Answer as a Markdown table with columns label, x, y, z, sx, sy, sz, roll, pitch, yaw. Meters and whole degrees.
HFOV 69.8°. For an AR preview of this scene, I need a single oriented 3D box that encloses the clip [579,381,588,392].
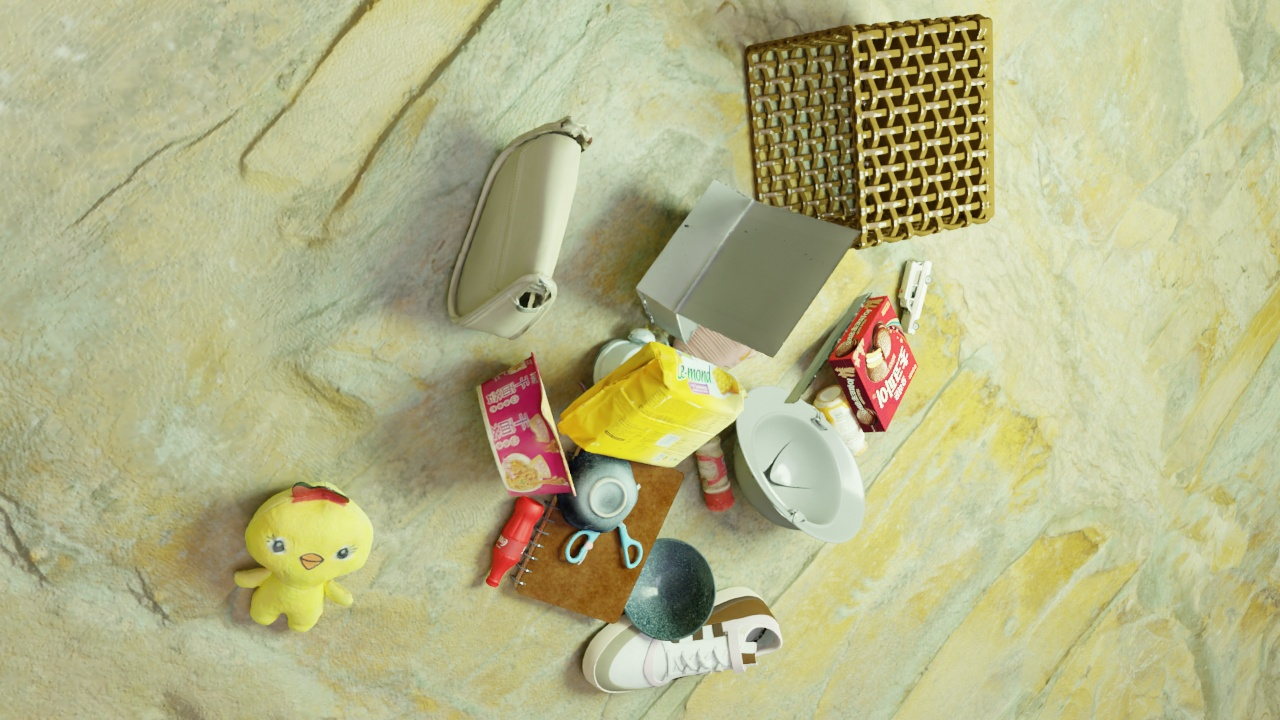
| label | x | y | z | sx | sy | sz | roll | pitch | yaw |
| --- | --- | --- | --- | --- | --- | --- | --- | --- | --- |
| clip | -0.061 | 0.044 | 1.190 | 0.032 | 0.013 | 0.051 | -25 | 114 | -18 |

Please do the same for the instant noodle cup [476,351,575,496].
| label | x | y | z | sx | sy | sz | roll | pitch | yaw |
| --- | --- | --- | --- | --- | --- | --- | --- | --- | --- |
| instant noodle cup | -0.138 | 0.085 | 1.081 | 0.077 | 0.178 | 0.179 | -16 | 109 | -5 |

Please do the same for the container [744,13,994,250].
| label | x | y | z | sx | sy | sz | roll | pitch | yaw |
| --- | --- | --- | --- | --- | --- | --- | --- | --- | --- |
| container | 0.292 | -0.291 | 1.175 | 0.213 | 0.220 | 0.252 | -14 | 107 | -24 |

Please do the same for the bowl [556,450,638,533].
| label | x | y | z | sx | sy | sz | roll | pitch | yaw |
| --- | --- | --- | --- | --- | --- | --- | --- | --- | --- |
| bowl | -0.048 | 0.169 | 1.162 | 0.110 | 0.055 | 0.110 | -1 | 94 | -20 |

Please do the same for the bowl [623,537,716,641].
| label | x | y | z | sx | sy | sz | roll | pitch | yaw |
| --- | --- | --- | --- | --- | --- | --- | --- | --- | --- |
| bowl | 0.044 | 0.314 | 1.265 | 0.137 | 0.137 | 0.057 | -65 | 159 | -1 |

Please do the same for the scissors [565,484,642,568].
| label | x | y | z | sx | sy | sz | roll | pitch | yaw |
| --- | --- | --- | --- | --- | --- | --- | --- | --- | --- |
| scissors | -0.032 | 0.227 | 1.209 | 0.135 | 0.015 | 0.129 | -47 | 113 | -6 |

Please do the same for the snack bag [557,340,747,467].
| label | x | y | z | sx | sy | sz | roll | pitch | yaw |
| --- | --- | --- | --- | --- | --- | --- | --- | --- | --- |
| snack bag | 0.022 | 0.064 | 1.120 | 0.160 | 0.068 | 0.247 | -37 | 152 | 20 |

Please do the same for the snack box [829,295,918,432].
| label | x | y | z | sx | sy | sz | roll | pitch | yaw |
| --- | --- | --- | --- | --- | --- | --- | --- | --- | --- |
| snack box | 0.341 | 0.005 | 1.333 | 0.151 | 0.036 | 0.133 | -51 | 121 | -38 |

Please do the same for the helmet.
| label | x | y | z | sx | sy | sz | roll | pitch | yaw |
| --- | --- | --- | --- | --- | --- | --- | --- | --- | --- |
| helmet | 0.191 | 0.156 | 1.289 | 0.271 | 0.118 | 0.182 | 40 | 51 | -23 |

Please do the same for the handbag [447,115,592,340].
| label | x | y | z | sx | sy | sz | roll | pitch | yaw |
| --- | --- | --- | --- | --- | --- | --- | --- | --- | --- |
| handbag | -0.111 | -0.137 | 1.040 | 0.131 | 0.184 | 0.229 | 16 | 77 | -31 |

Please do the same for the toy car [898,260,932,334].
| label | x | y | z | sx | sy | sz | roll | pitch | yaw |
| --- | --- | --- | --- | --- | --- | --- | --- | --- | --- |
| toy car | 0.408 | -0.097 | 1.382 | 0.039 | 0.039 | 0.113 | 13 | 96 | -7 |

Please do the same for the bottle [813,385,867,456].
| label | x | y | z | sx | sy | sz | roll | pitch | yaw |
| --- | --- | --- | --- | --- | --- | --- | --- | --- | --- |
| bottle | 0.299 | 0.091 | 1.352 | 0.063 | 0.063 | 0.109 | -37 | 115 | -15 |

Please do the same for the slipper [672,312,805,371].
| label | x | y | z | sx | sy | sz | roll | pitch | yaw |
| --- | --- | --- | --- | --- | --- | --- | --- | --- | --- |
| slipper | 0.140 | -0.032 | 1.232 | 0.197 | 0.093 | 0.081 | -31 | 143 | -5 |

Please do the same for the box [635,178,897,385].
| label | x | y | z | sx | sy | sz | roll | pitch | yaw |
| --- | --- | --- | --- | --- | --- | --- | --- | --- | --- |
| box | 0.123 | -0.092 | 1.066 | 0.165 | 0.330 | 0.167 | 39 | 83 | -37 |

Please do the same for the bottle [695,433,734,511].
| label | x | y | z | sx | sy | sz | roll | pitch | yaw |
| --- | --- | --- | --- | --- | --- | --- | --- | --- | --- |
| bottle | 0.101 | 0.155 | 1.279 | 0.044 | 0.044 | 0.109 | -22 | 109 | -21 |

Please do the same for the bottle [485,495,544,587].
| label | x | y | z | sx | sy | sz | roll | pitch | yaw |
| --- | --- | --- | --- | --- | --- | --- | --- | --- | --- |
| bottle | -0.163 | 0.232 | 1.166 | 0.036 | 0.036 | 0.119 | 27 | 89 | -29 |

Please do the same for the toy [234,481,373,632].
| label | x | y | z | sx | sy | sz | roll | pitch | yaw |
| --- | --- | --- | --- | --- | --- | --- | --- | --- | --- |
| toy | -0.378 | 0.218 | 1.030 | 0.133 | 0.092 | 0.208 | 16 | 103 | -23 |

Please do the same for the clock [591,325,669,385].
| label | x | y | z | sx | sy | sz | roll | pitch | yaw |
| --- | --- | --- | --- | --- | --- | --- | --- | --- | --- |
| clock | -0.007 | 0.007 | 1.182 | 0.117 | 0.057 | 0.083 | -45 | 123 | -24 |

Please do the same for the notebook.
| label | x | y | z | sx | sy | sz | roll | pitch | yaw |
| --- | --- | --- | --- | --- | --- | --- | --- | --- | --- |
| notebook | -0.058 | 0.222 | 1.217 | 0.167 | 0.024 | 0.225 | 25 | 89 | -24 |

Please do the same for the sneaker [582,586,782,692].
| label | x | y | z | sx | sy | sz | roll | pitch | yaw |
| --- | --- | --- | --- | --- | --- | --- | --- | --- | --- |
| sneaker | 0.070 | 0.409 | 1.276 | 0.293 | 0.116 | 0.112 | -7 | 104 | -25 |
